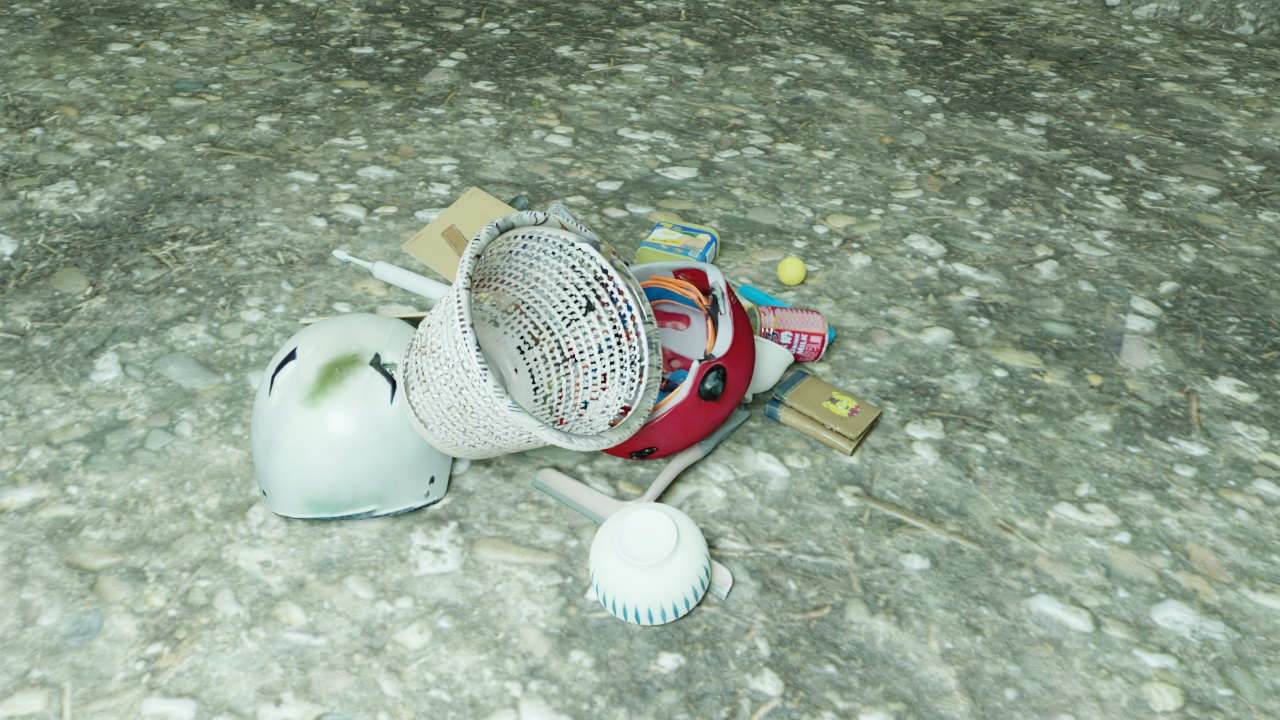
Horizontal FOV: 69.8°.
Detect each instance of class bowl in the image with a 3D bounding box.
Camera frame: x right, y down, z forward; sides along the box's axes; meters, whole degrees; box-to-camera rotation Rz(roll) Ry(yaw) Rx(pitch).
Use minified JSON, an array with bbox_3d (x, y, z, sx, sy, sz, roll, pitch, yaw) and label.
[{"bbox_3d":[0.117,0.012,1.087,0.118,0.118,0.064,14,77,14],"label":"bowl"},{"bbox_3d":[0.007,0.180,0.859,0.116,0.066,0.116,-4,49,4],"label":"bowl"}]

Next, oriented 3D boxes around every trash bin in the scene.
[{"bbox_3d":[-0.124,0.000,0.876,0.227,0.193,0.227,21,57,-36],"label":"trash bin"}]

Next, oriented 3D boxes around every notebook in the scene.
[{"bbox_3d":[-0.294,-0.047,1.122,0.207,0.008,0.148,-4,-3,-8],"label":"notebook"},{"bbox_3d":[-0.224,-0.166,1.310,0.211,0.012,0.149,32,67,32],"label":"notebook"}]

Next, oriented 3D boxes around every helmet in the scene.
[{"bbox_3d":[-0.302,0.035,0.971,0.230,0.157,0.273,1,38,-3],"label":"helmet"},{"bbox_3d":[0.028,0.017,0.982,0.207,0.144,0.239,6,60,45],"label":"helmet"}]

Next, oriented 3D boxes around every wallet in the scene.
[{"bbox_3d":[0.213,0.060,1.072,0.115,0.033,0.090,29,44,24],"label":"wallet"}]

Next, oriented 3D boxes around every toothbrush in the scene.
[{"bbox_3d":[-0.341,-0.118,1.271,0.221,0.026,0.026,20,63,22],"label":"toothbrush"},{"bbox_3d":[-0.143,-0.025,1.157,0.027,0.026,0.212,4,31,-9],"label":"toothbrush"}]

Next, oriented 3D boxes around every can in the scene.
[{"bbox_3d":[0.179,-0.034,1.148,0.093,0.067,0.066,5,37,-14],"label":"can"},{"bbox_3d":[0.052,-0.154,1.316,0.102,0.057,0.083,16,42,17],"label":"can"}]

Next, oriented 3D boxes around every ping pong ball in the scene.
[{"bbox_3d":[0.214,-0.127,1.301,0.040,0.040,0.040,2,38,-1],"label":"ping pong ball"}]

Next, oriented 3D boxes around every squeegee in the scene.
[{"bbox_3d":[0.053,0.107,0.996,0.248,0.040,0.248,25,42,27],"label":"squeegee"}]

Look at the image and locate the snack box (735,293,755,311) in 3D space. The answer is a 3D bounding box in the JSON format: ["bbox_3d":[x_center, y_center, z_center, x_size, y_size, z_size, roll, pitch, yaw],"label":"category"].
[{"bbox_3d":[0.092,-0.037,1.191,0.155,0.027,0.077,-24,44,-31],"label":"snack box"}]

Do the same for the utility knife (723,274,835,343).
[{"bbox_3d":[0.171,-0.078,1.229,0.204,0.018,0.034,31,25,20],"label":"utility knife"}]

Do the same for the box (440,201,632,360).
[{"bbox_3d":[-0.120,-0.112,1.119,0.157,0.193,0.183,-48,55,3],"label":"box"}]

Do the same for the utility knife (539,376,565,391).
[{"bbox_3d":[-0.072,0.034,1.106,0.207,0.021,0.030,4,32,9],"label":"utility knife"}]

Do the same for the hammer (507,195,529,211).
[{"bbox_3d":[-0.108,-0.158,1.332,0.323,0.032,0.125,28,45,28],"label":"hammer"}]
